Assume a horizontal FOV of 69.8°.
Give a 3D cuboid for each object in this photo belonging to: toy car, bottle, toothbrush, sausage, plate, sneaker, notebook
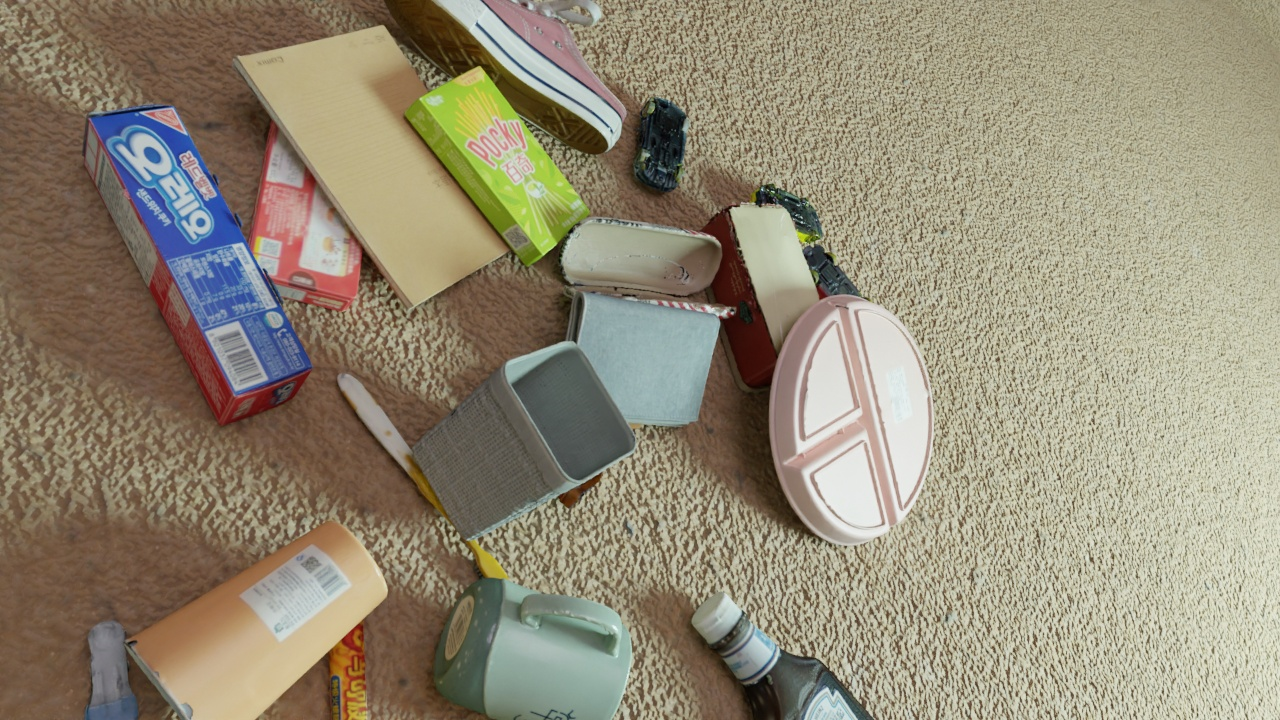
[{"bbox_3d":[0.150,-0.148,0.951,0.105,0.032,0.048,8,62,-44],"label":"toy car"},{"bbox_3d":[0.116,0.262,0.712,0.195,0.044,0.079,48,50,-3],"label":"bottle"},{"bbox_3d":[-0.153,0.086,0.641,0.191,0.018,0.016,52,48,2],"label":"toothbrush"},{"bbox_3d":[0.197,-0.071,0.942,0.106,0.031,0.049,51,49,-5],"label":"toy car"},{"bbox_3d":[-0.179,0.195,0.561,0.021,0.022,0.165,4,65,-32],"label":"sausage"},{"bbox_3d":[0.201,0.053,0.833,0.229,0.028,0.229,4,84,-41],"label":"plate"},{"bbox_3d":[0.019,-0.210,0.893,0.049,0.031,0.105,22,58,-24],"label":"toy car"},{"bbox_3d":[-0.108,-0.278,0.797,0.241,0.118,0.087,31,71,-25],"label":"sneaker"},{"bbox_3d":[-0.190,-0.156,0.710,0.211,0.012,0.149,56,40,-7],"label":"notebook"}]

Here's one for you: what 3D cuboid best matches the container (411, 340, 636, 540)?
[{"bbox_3d":[-0.083,0.058,0.625,0.090,0.115,0.090,59,32,6],"label":"container"}]

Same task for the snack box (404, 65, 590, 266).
[{"bbox_3d":[-0.115,-0.162,0.763,0.156,0.026,0.085,52,42,-11],"label":"snack box"}]

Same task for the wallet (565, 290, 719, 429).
[{"bbox_3d":[-0.004,0.004,0.745,0.129,0.037,0.106,7,100,-32],"label":"wallet"}]

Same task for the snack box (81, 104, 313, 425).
[{"bbox_3d":[-0.289,-0.064,0.595,0.057,0.058,0.207,-26,83,-39],"label":"snack box"}]

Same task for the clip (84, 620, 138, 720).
[{"bbox_3d":[-0.289,0.171,0.501,0.025,0.036,0.057,-1,68,-32],"label":"clip"}]

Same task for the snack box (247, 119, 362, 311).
[{"bbox_3d":[-0.241,-0.114,0.674,0.075,0.026,0.152,14,60,-29],"label":"snack box"}]

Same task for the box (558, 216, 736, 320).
[{"bbox_3d":[0.010,-0.078,0.791,0.162,0.076,0.087,1,96,-31],"label":"box"}]

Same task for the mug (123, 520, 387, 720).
[{"bbox_3d":[-0.210,0.149,0.518,0.122,0.078,0.078,-38,91,-33],"label":"mug"}]

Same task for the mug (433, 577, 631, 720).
[{"bbox_3d":[-0.064,0.184,0.585,0.106,0.112,0.082,27,36,-18],"label":"mug"}]

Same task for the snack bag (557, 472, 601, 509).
[{"bbox_3d":[-0.073,0.061,0.698,0.105,0.026,0.045,53,48,-2],"label":"snack bag"}]

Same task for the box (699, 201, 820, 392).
[{"bbox_3d":[0.122,-0.063,0.858,0.091,0.079,0.168,-5,71,-35],"label":"box"}]
